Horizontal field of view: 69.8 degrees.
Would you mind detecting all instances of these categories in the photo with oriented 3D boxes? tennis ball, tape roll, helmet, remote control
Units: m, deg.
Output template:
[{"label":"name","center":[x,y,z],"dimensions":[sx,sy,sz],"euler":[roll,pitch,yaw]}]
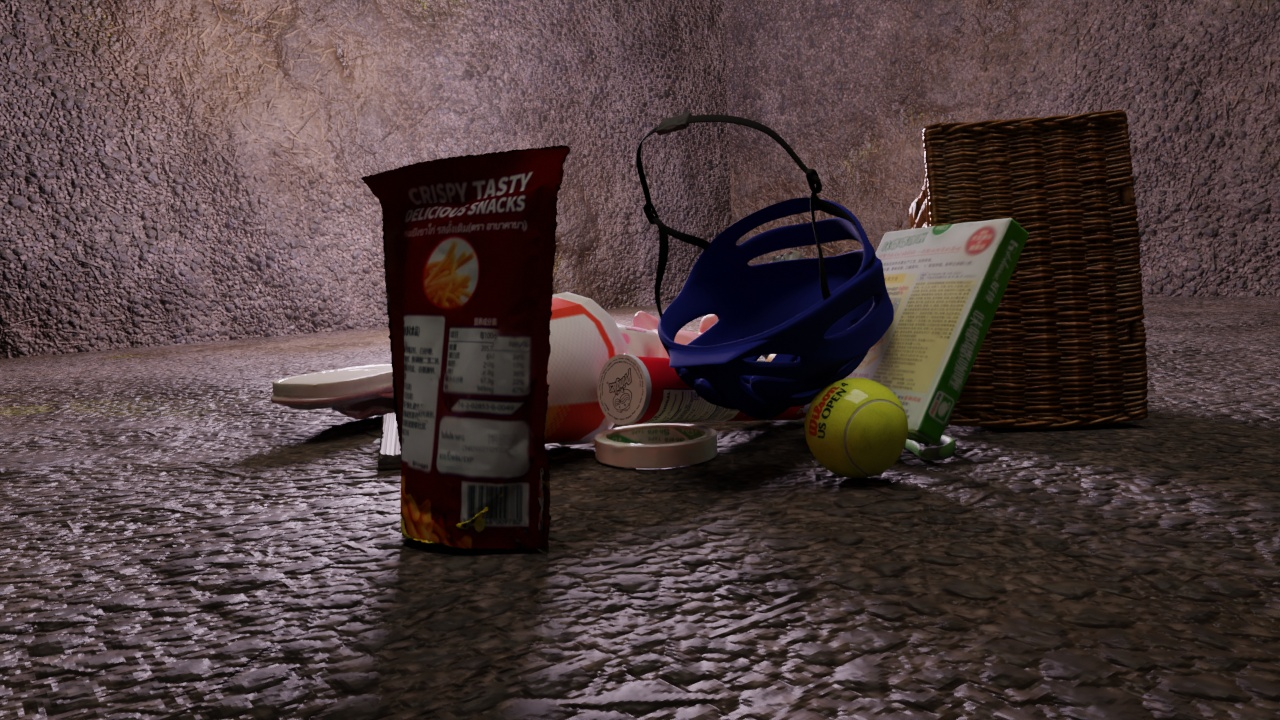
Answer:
[{"label":"tennis ball","center":[0.139,0.044,0.595],"dimensions":[0.065,0.065,0.065],"euler":[-3,6,0]},{"label":"tape roll","center":[0.012,0.064,0.696],"dimensions":[0.094,0.018,0.094],"euler":[-3,5,0]},{"label":"helmet","center":[0.084,-0.077,0.644],"dimensions":[0.148,0.228,0.240],"euler":[-5,27,35]},{"label":"remote control","center":[-0.199,0.064,0.760],"dimensions":[0.033,0.013,0.136],"euler":[-5,11,-13]}]

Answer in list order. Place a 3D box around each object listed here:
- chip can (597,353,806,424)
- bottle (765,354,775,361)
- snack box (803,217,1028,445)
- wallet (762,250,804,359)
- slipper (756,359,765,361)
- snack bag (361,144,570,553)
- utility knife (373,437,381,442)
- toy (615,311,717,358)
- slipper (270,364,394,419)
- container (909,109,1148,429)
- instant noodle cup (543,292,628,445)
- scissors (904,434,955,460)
[{"label":"chip can","center":[0.062,0.024,0.740],"dimensions":[0.214,0.052,0.052],"euler":[3,0,-45]},{"label":"bottle","center":[0.171,0.010,0.899],"dimensions":[0.071,0.071,0.163],"euler":[1,7,34]},{"label":"snack box","center":[0.201,-0.024,0.685],"dimensions":[0.027,0.168,0.132],"euler":[30,-9,-23]},{"label":"wallet","center":[0.177,-0.050,1.055],"dimensions":[0.054,0.131,0.100],"euler":[-5,-27,27]},{"label":"slipper","center":[0.026,-0.014,1.139],"dimensions":[0.272,0.054,0.114],"euler":[7,-5,-16]},{"label":"snack bag","center":[-0.097,-0.006,0.495],"dimensions":[0.139,0.208,0.066],"euler":[1,7,36]},{"label":"utility knife","center":[-0.151,0.060,0.831],"dimensions":[0.185,0.015,0.031],"euler":[-8,8,-31]},{"label":"toy","center":[-0.005,0.005,0.914],"dimensions":[0.213,0.084,0.141],"euler":[-1,28,-4]},{"label":"slipper","center":[-0.255,0.033,0.943],"dimensions":[0.114,0.054,0.273],"euler":[1,4,31]},{"label":"container","center":[0.322,-0.066,0.811],"dimensions":[0.162,0.250,0.183],"euler":[-2,-4,5]},{"label":"instant noodle cup","center":[-0.092,0.012,0.698],"dimensions":[0.124,0.123,0.120],"euler":[1,5,31]},{"label":"scissors","center":[0.201,0.056,0.716],"dimensions":[0.093,0.032,0.174],"euler":[-4,9,15]}]
